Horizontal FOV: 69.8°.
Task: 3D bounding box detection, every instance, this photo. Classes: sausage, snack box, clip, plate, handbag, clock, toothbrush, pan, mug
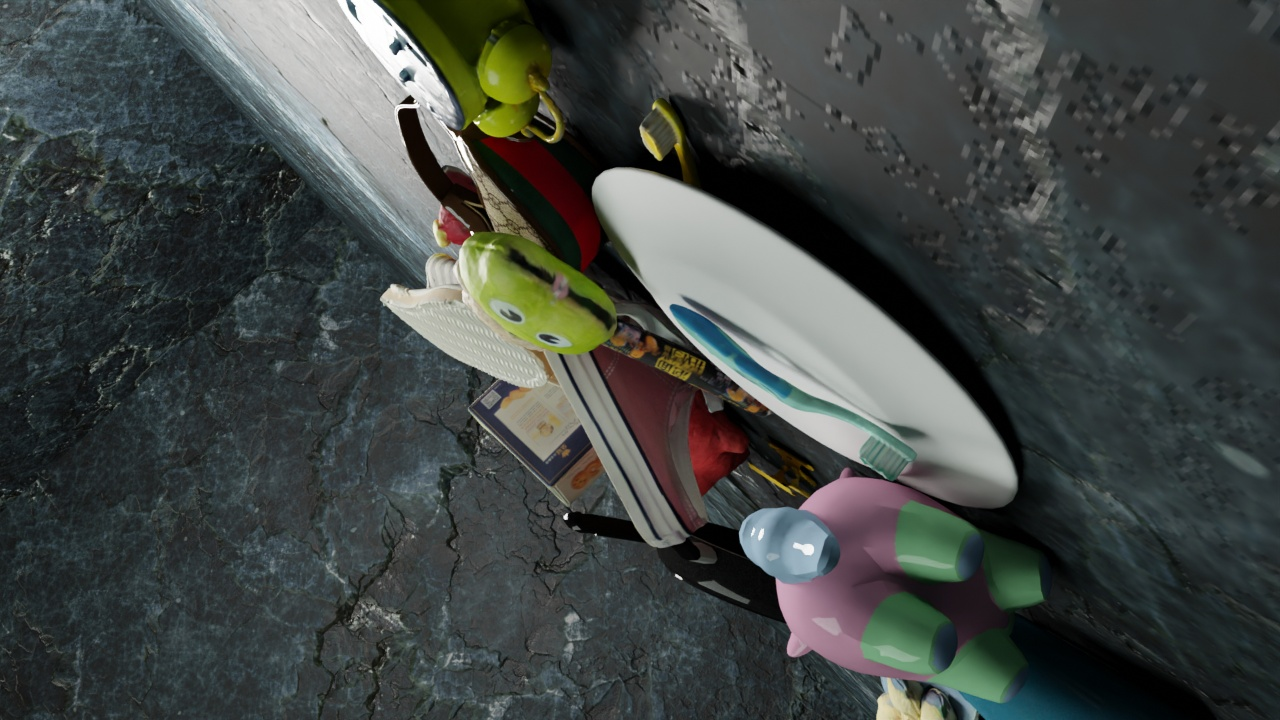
[{"bbox_3d":[0.019,-0.001,0.565,0.155,0.020,0.020,24,173,-8],"label":"sausage"},{"bbox_3d":[-0.064,0.040,0.852,0.145,0.144,0.043,37,165,39],"label":"snack box"},{"bbox_3d":[0.108,0.086,0.677,0.054,0.045,0.048,29,137,55],"label":"clip"},{"bbox_3d":[0.066,-0.001,0.442,0.242,0.016,0.243,39,172,6],"label":"plate"},{"bbox_3d":[-0.084,-0.102,0.528,0.138,0.063,0.167,33,167,3],"label":"handbag"},{"bbox_3d":[-0.080,-0.139,0.404,0.119,0.057,0.083,46,170,-6],"label":"clock"},{"bbox_3d":[0.060,0.011,0.406,0.135,0.017,0.022,34,177,30],"label":"toothbrush"},{"bbox_3d":[0.063,0.163,0.731,0.204,0.044,0.355,16,176,43],"label":"pan"},{"bbox_3d":[0.228,0.188,0.486,0.078,0.078,0.121,49,175,-27],"label":"mug"},{"bbox_3d":[0.246,0.283,0.667,0.192,0.118,0.122,54,161,-21],"label":"handbag"},{"bbox_3d":[0.029,-0.061,0.405,0.021,0.016,0.135,31,164,38],"label":"toothbrush"}]

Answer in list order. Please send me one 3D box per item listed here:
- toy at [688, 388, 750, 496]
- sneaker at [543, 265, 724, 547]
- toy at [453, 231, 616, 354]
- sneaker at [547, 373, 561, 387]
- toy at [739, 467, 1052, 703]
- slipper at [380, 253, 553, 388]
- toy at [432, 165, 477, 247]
[{"bbox_3d":[0.030,0.068,0.727,0.088,0.094,0.133,40,169,34],"label":"toy"},{"bbox_3d":[-0.004,0.004,0.626,0.241,0.088,0.118,64,-171,17],"label":"sneaker"},{"bbox_3d":[-0.064,-0.033,0.496,0.092,0.043,0.118,33,164,-24],"label":"toy"},{"bbox_3d":[-0.078,-0.032,0.822,0.236,0.079,0.087,10,141,42],"label":"sneaker"},{"bbox_3d":[0.112,0.108,0.469,0.222,0.120,0.171,27,169,-40],"label":"toy"},{"bbox_3d":[-0.141,-0.034,0.749,0.114,0.054,0.273,49,160,-25],"label":"slipper"},{"bbox_3d":[-0.117,-0.096,0.746,0.105,0.067,0.137,43,178,23],"label":"toy"}]
